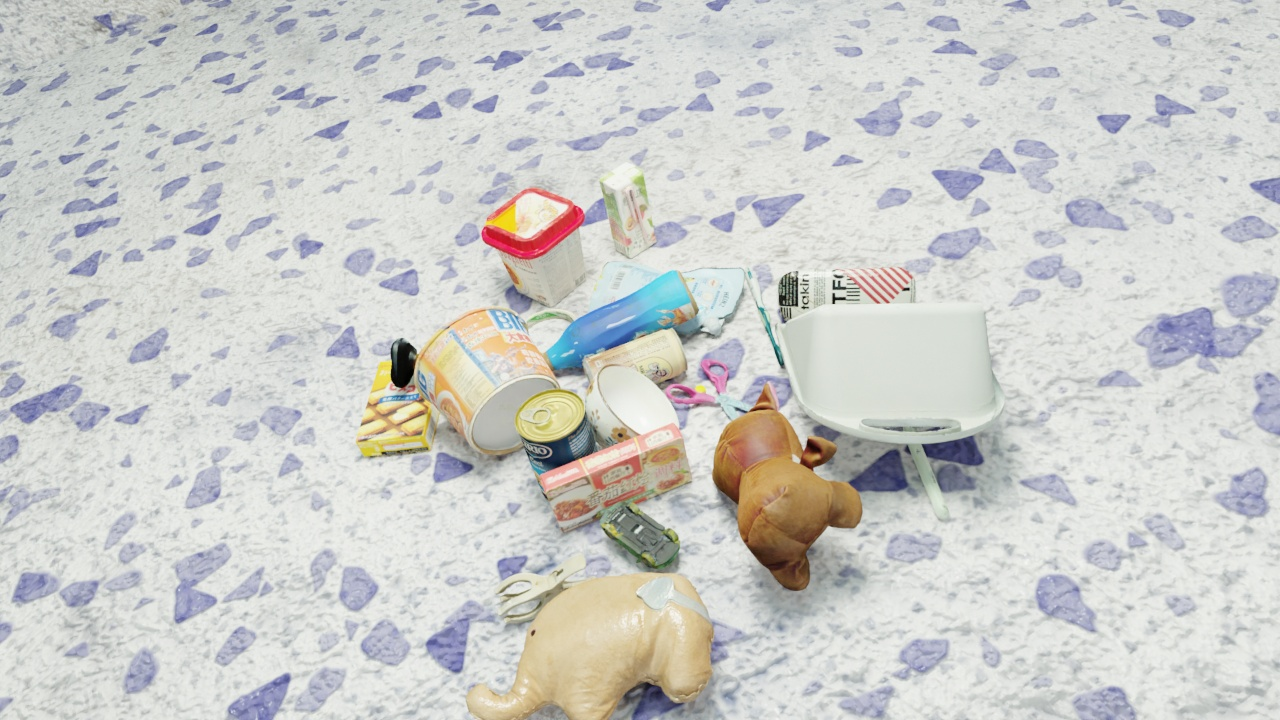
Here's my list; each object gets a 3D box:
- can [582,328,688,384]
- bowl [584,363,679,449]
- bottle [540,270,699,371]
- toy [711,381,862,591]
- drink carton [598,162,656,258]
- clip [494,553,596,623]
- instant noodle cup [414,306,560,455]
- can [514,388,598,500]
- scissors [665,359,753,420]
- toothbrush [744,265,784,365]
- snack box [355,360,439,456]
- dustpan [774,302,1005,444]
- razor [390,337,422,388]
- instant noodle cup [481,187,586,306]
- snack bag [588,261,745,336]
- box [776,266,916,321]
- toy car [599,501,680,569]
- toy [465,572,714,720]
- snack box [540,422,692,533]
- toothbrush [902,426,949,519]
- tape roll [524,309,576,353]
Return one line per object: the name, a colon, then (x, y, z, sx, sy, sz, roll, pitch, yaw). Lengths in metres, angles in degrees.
can: (-0.007, 0.006, 1.096, 0.116, 0.059, 0.058, -21, 44, -6)
bowl: (-0.019, 0.064, 1.024, 0.062, 0.113, 0.113, -46, 35, 28)
bottle: (-0.037, -0.038, 1.134, 0.219, 0.065, 0.065, -26, 43, 6)
toy: (0.136, 0.119, 0.905, 0.140, 0.130, 0.199, -54, 32, 14)
drink carton: (-0.015, -0.206, 1.267, 0.053, 0.123, 0.045, -36, 49, -22)
clip: (-0.094, 0.227, 0.911, 0.100, 0.072, 0.034, -23, 43, 0)
instant noodle cup: (-0.169, 0.029, 1.060, 0.151, 0.151, 0.111, -30, 54, -16)
can: (-0.085, 0.096, 0.989, 0.075, 0.111, 0.075, -8, 42, 7)
scissors: (0.099, 0.039, 1.069, 0.134, 0.017, 0.112, 17, 47, 23)
toothbrush: (0.158, -0.060, 1.153, 0.018, 0.016, 0.191, -6, 44, -6)
snack box: (-0.294, 0.054, 1.142, 0.087, 0.034, 0.140, -6, 42, 8)
dustpan: (0.260, 0.015, 0.965, 0.223, 0.257, 0.142, 0, 85, 5)
razor: (-0.226, -0.001, 1.140, 0.167, 0.062, 0.067, -3, 14, -21)
instant noodle cup: (-0.135, -0.149, 1.240, 0.116, 0.124, 0.116, 26, 56, 35)
snack bag: (0.034, -0.084, 1.193, 0.191, 0.039, 0.110, 9, 50, 21)
box: (0.249, -0.078, 1.120, 0.163, 0.076, 0.087, -3, 9, 11)
toy car: (0.000, 0.180, 0.934, 0.091, 0.036, 0.043, 28, 57, 37)
toy: (-0.045, 0.263, 0.831, 0.226, 0.082, 0.143, -17, 35, 1)
snack box: (-0.024, 0.124, 0.969, 0.153, 0.075, 0.025, -21, 44, -7)
toothbrush: (0.291, 0.087, 0.966, 0.020, 0.029, 0.189, -44, 34, 32)
tape roll: (-0.121, -0.034, 1.199, 0.086, 0.014, 0.085, -7, 44, 7)
